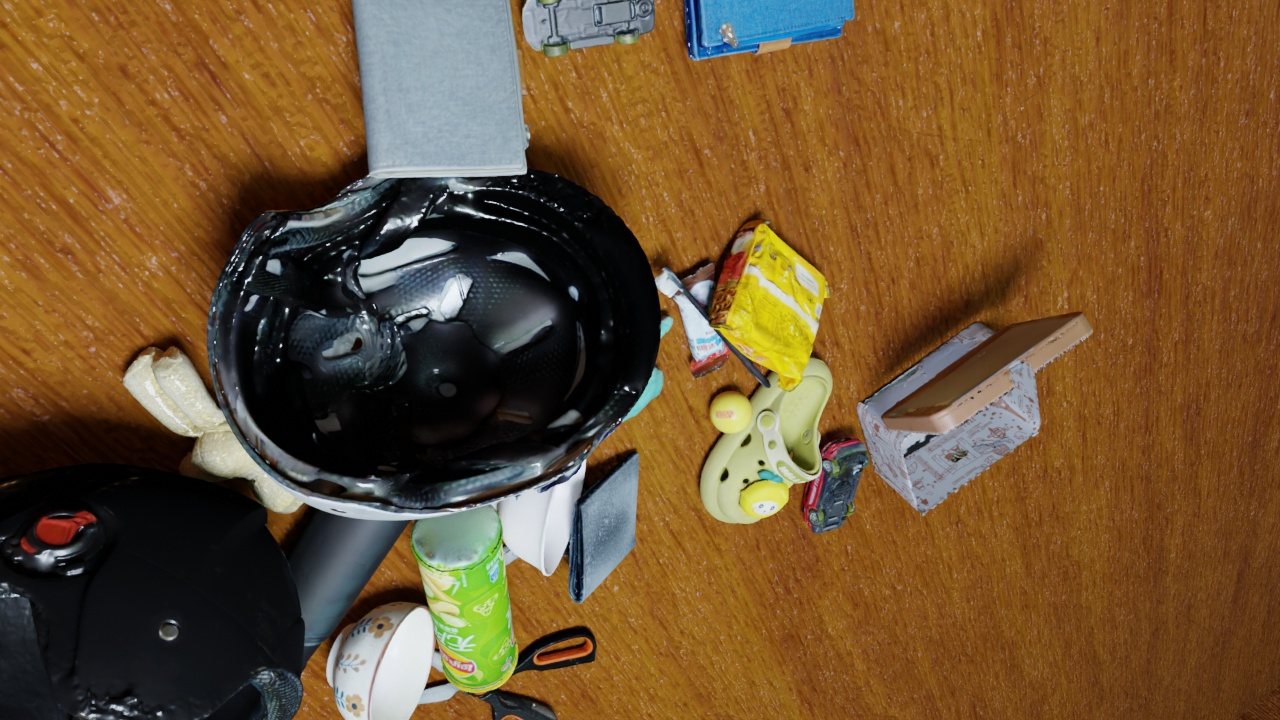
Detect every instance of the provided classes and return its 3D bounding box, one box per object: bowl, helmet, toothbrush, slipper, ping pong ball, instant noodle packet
[{"bbox_3d":[-0.229,0.262,0.793,0.062,0.113,0.114,10,124,14],"label":"bowl"},{"bbox_3d":[-0.349,0.175,0.572,0.274,0.229,0.234,24,120,-29],"label":"helmet"},{"bbox_3d":[0.066,-0.022,0.784,0.018,0.015,0.181,-45,130,3],"label":"toothbrush"},{"bbox_3d":[-0.135,-0.002,0.611,0.273,0.230,0.157,-23,171,-27],"label":"helmet"},{"bbox_3d":[0.131,0.086,0.888,0.091,0.081,0.191,20,106,-35],"label":"slipper"},{"bbox_3d":[-0.093,0.116,0.778,0.065,0.118,0.118,13,120,9],"label":"bowl"},{"bbox_3d":[0.085,0.049,0.860,0.040,0.040,0.040,-15,126,-22],"label":"ping pong ball"},{"bbox_3d":[0.114,-0.047,0.795,0.128,0.044,0.110,35,69,-41],"label":"instant noodle packet"}]

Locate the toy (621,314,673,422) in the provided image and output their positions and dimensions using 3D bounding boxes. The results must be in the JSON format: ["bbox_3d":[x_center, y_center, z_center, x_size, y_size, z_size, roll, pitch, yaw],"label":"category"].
[{"bbox_3d":[-0.005,0.005,0.788,0.096,0.030,0.092,-37,134,-11],"label":"toy"}]

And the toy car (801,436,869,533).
[{"bbox_3d":[0.204,0.131,0.980,0.052,0.045,0.121,-10,130,-27],"label":"toy car"}]

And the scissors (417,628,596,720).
[{"bbox_3d":[-0.141,0.321,0.926,0.224,0.022,0.221,-31,125,-11],"label":"scissors"}]

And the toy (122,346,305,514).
[{"bbox_3d":[-0.287,0.050,0.641,0.105,0.066,0.157,-17,131,22],"label":"toy"}]

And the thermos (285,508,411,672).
[{"bbox_3d":[-0.241,0.140,0.715,0.090,0.068,0.243,29,103,-32],"label":"thermos"}]

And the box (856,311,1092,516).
[{"bbox_3d":[0.328,0.038,0.933,0.179,0.130,0.273,-33,156,-8],"label":"box"}]

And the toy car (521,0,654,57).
[{"bbox_3d":[-0.036,-0.231,0.611,0.090,0.035,0.042,-15,125,-14],"label":"toy car"}]

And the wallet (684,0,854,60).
[{"bbox_3d":[0.092,-0.275,0.654,0.133,0.040,0.106,-16,118,-20],"label":"wallet"}]

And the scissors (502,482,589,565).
[{"bbox_3d":[-0.108,0.175,0.850,0.165,0.014,0.163,19,108,-37],"label":"scissors"}]

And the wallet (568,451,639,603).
[{"bbox_3d":[-0.032,0.153,0.850,0.097,0.019,0.121,-39,141,-48],"label":"wallet"}]

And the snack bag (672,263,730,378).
[{"bbox_3d":[0.053,-0.034,0.798,0.045,0.026,0.105,-24,127,-10],"label":"snack bag"}]

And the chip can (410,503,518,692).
[{"bbox_3d":[-0.146,0.201,0.780,0.072,0.072,0.222,-18,139,-19],"label":"chip can"}]

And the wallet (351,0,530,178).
[{"bbox_3d":[-0.122,-0.179,0.568,0.106,0.037,0.129,-7,92,-28],"label":"wallet"}]
